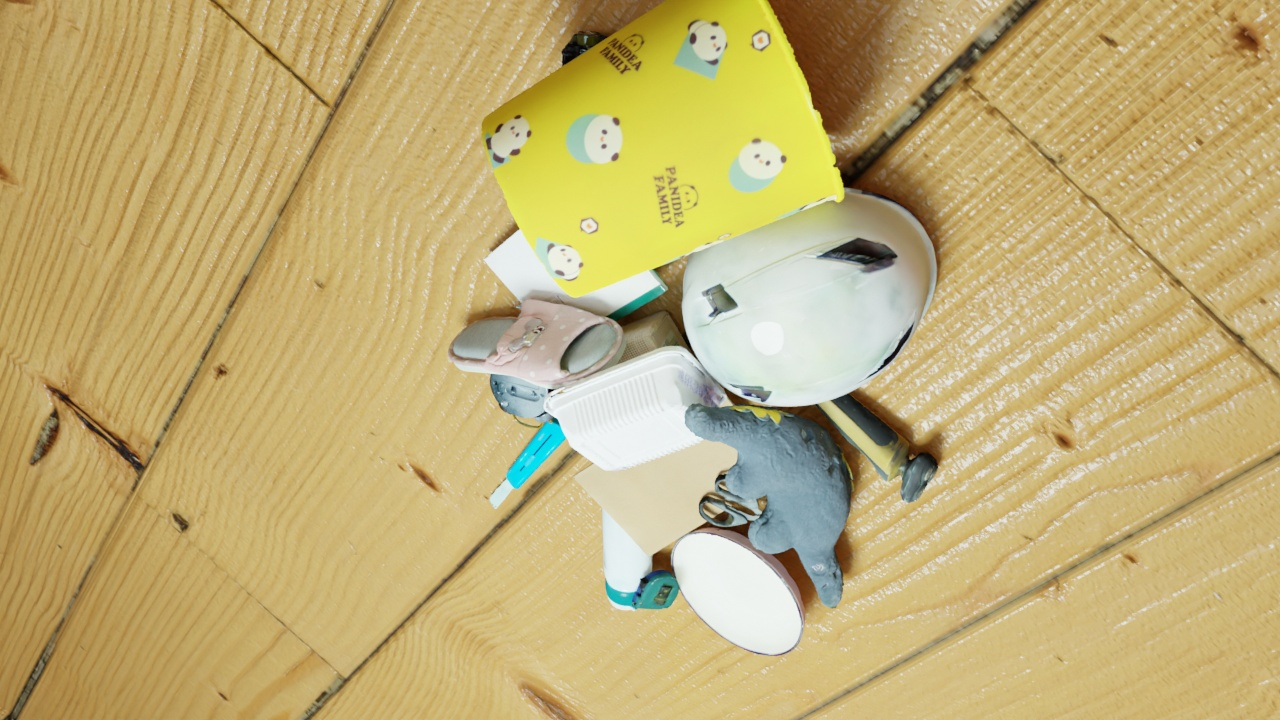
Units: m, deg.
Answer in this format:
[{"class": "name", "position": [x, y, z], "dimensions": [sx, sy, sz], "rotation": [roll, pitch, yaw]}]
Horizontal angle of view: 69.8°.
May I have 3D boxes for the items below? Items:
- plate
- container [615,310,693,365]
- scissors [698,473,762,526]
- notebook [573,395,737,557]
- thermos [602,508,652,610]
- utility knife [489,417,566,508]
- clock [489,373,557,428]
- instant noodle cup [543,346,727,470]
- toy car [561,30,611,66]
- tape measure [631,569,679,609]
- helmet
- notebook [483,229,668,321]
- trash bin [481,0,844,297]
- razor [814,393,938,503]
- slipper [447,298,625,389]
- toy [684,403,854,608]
[{"class": "plate", "position": [0.126, 0.282, 1.149], "dimensions": [0.192, 0.038, 0.193], "rotation": [25, 134, 28]}, {"class": "container", "position": [-0.006, 0.006, 1.056], "dimensions": [0.111, 0.089, 0.090], "rotation": [-24, 105, 28]}, {"class": "scissors", "position": [0.149, 0.199, 1.107], "dimensions": [0.143, 0.014, 0.173], "rotation": [-23, 114, 13]}, {"class": "notebook", "position": [0.048, 0.134, 1.092], "dimensions": [0.212, 0.012, 0.149], "rotation": [-35, 110, 17]}, {"class": "thermos", "position": [-0.018, 0.224, 1.188], "dimensions": [0.073, 0.073, 0.225], "rotation": [10, 119, 18]}, {"class": "utility knife", "position": [-0.154, 0.142, 1.231], "dimensions": [0.034, 0.018, 0.203], "rotation": [40, 125, -1]}, {"class": "clock", "position": [-0.141, 0.035, 1.148], "dimensions": [0.082, 0.055, 0.122], "rotation": [14, 121, 16]}, {"class": "instant noodle cup", "position": [-0.002, 0.062, 0.988], "dimensions": [0.174, 0.060, 0.138], "rotation": [-23, 143, 20]}, {"class": "toy car", "position": [-0.008, -0.291, 0.929], "dimensions": [0.158, 0.042, 0.070], "rotation": [14, 120, 17]}, {"class": "tape measure", "position": [0.023, 0.298, 1.183], "dimensions": [0.058, 0.025, 0.055], "rotation": [10, 111, -30]}, {"class": "helmet", "position": [0.156, -0.049, 0.907], "dimensions": [0.259, 0.145, 0.229], "rotation": [-10, 118, 26]}, {"class": "notebook", "position": [-0.080, -0.099, 1.037], "dimensions": [0.150, 0.012, 0.210], "rotation": [49, 141, -12]}, {"class": "trash bin", "position": [0.016, -0.190, 0.814], "dimensions": [0.255, 0.229, 0.229], "rotation": [-25, 105, 10]}, {"class": "razor", "position": [0.255, 0.081, 1.005], "dimensions": [0.167, 0.062, 0.068], "rotation": [43, 156, 4]}, {"class": "slipper", "position": [-0.130, -0.024, 1.057], "dimensions": [0.275, 0.114, 0.054], "rotation": [6, 139, 42]}, {"class": "toy", "position": [0.169, 0.141, 1.023], "dimensions": [0.091, 0.137, 0.356], "rotation": [20, 149, 53]}]
